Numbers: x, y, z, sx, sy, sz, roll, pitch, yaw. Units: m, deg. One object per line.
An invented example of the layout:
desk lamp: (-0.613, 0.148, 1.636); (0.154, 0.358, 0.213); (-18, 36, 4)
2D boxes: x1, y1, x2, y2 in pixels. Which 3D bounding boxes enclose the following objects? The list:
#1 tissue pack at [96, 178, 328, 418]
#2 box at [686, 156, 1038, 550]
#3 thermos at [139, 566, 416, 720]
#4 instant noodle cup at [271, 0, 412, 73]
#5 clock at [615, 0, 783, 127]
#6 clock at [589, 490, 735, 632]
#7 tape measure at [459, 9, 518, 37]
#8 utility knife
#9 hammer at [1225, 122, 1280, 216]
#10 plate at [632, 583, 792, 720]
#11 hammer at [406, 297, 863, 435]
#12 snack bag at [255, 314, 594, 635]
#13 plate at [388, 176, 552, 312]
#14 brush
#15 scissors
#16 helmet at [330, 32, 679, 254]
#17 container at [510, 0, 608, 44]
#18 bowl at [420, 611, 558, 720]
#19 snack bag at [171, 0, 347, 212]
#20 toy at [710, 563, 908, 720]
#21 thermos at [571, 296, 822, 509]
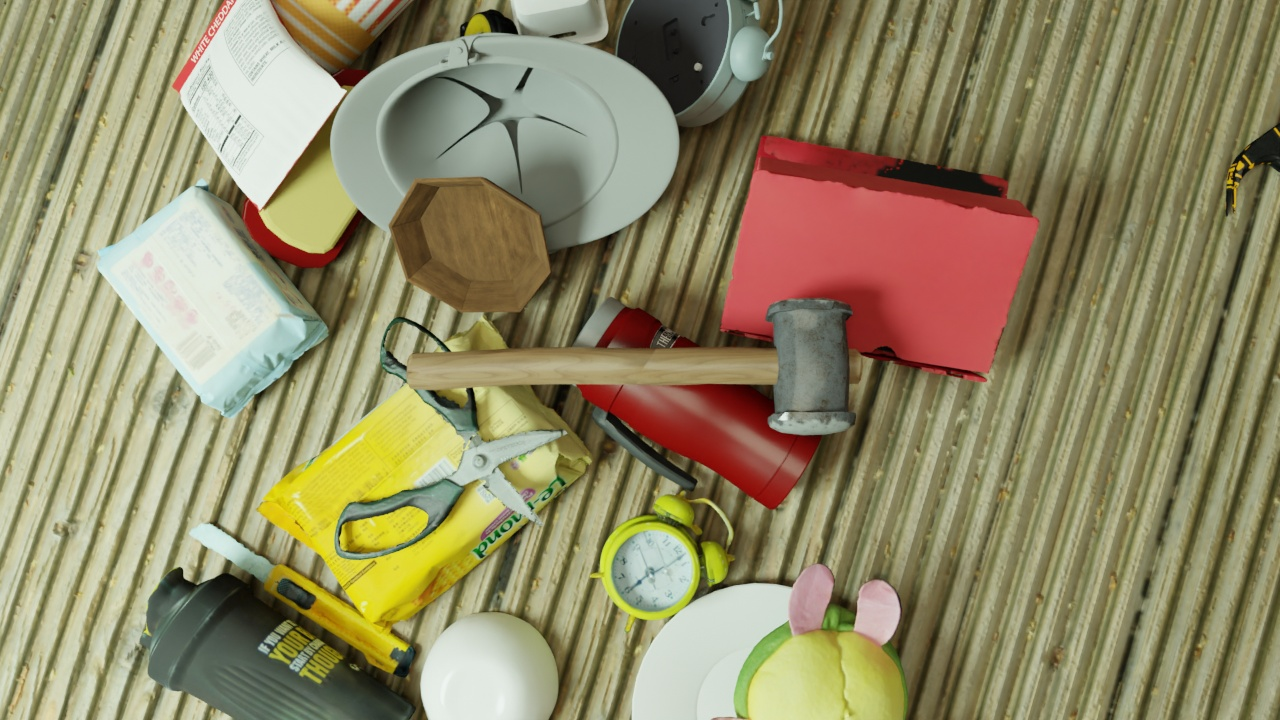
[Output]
tissue pack: (-0.360, -0.056, 0.772); (0.112, 0.070, 0.182); (-41, 82, 0)
box: (0.168, 0.022, 0.843); (0.214, 0.479, 0.170); (10, 63, 5)
thermos: (-0.293, 0.254, 0.737); (0.221, 0.098, 0.098); (31, 88, 0)
instant noodle cup: (-0.253, -0.316, 0.763); (0.123, 0.123, 0.121); (41, 97, 6)
clock: (0.046, -0.253, 0.728); (0.160, 0.045, 0.122); (-13, 81, 42)
clock: (0.019, 0.157, 0.735); (0.119, 0.057, 0.083); (-37, 84, -6)
tape measure: (-0.130, -0.263, 0.775); (0.061, 0.034, 0.061); (-13, 82, 48)
utility knife: (-0.287, 0.200, 0.776); (0.225, 0.019, 0.030); (30, 79, 9)
hammer: (0.588, -0.050, 0.722); (0.123, 0.036, 0.320); (-31, 82, 2)
plate: (0.098, 0.285, 0.739); (0.208, 0.015, 0.208); (0, 86, 4)
hammer: (-0.004, 0.004, 0.667); (0.328, 0.052, 0.098); (0, 81, -1)
snack bag: (-0.175, 0.097, 0.747); (0.247, 0.068, 0.159); (-41, 85, 1)
plate: (-0.132, -0.095, 0.725); (0.131, 0.025, 0.131); (5, 131, 6)
brush: (-0.257, -0.159, 0.765); (0.082, 0.042, 0.173); (34, 89, -28)
scissors: (-0.162, 0.056, 0.707); (0.202, 0.015, 0.204); (-21, 81, 4)
helmet: (-0.102, -0.189, 0.738); (0.271, 0.117, 0.183); (-6, 129, 10)
container: (-0.077, -0.336, 0.780); (0.081, 0.049, 0.129); (-9, 85, 3)
bowl: (-0.126, 0.265, 0.739); (0.115, 0.050, 0.114); (0, 86, 4)
snack bag: (-0.304, -0.213, 0.717); (0.131, 0.039, 0.144); (-43, 76, 24)
toy: (0.132, 0.273, 0.685); (0.190, 0.088, 0.238); (11, 92, -15)
thermos: (0.034, 0.042, 0.733); (0.198, 0.083, 0.108); (32, 115, 4)
